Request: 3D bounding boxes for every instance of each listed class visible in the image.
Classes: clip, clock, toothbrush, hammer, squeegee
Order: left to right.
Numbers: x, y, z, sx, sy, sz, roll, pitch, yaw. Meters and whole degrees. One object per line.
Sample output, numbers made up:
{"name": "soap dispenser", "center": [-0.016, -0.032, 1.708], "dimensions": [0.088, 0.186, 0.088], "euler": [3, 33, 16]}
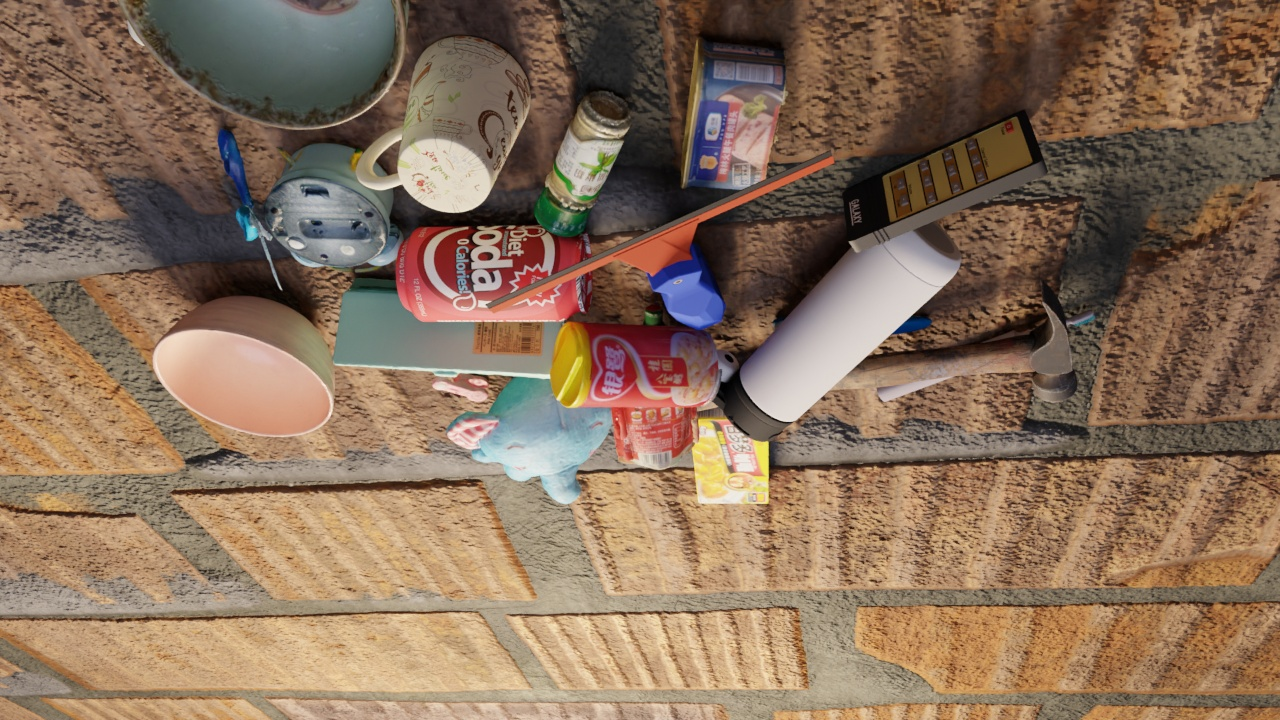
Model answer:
{"name": "clock", "center": [-0.230, -0.108, 0.698], "dimensions": [0.089, 0.051, 0.125], "euler": [0, 141, 0]}
{"name": "clip", "center": [-0.172, 0.017, 0.869], "dimensions": [0.060, 0.043, 0.023], "euler": [2, 152, -41]}
{"name": "squeegee", "center": [0.036, -0.056, 0.687], "dimensions": [0.250, 0.055, 0.184], "euler": [-23, 165, 11]}
{"name": "toothbrush", "center": [0.178, -0.029, 0.775], "dimensions": [0.132, 0.016, 0.021], "euler": [0, 151, 7]}
{"name": "hammer", "center": [0.188, 0.005, 0.785], "dimensions": [0.331, 0.033, 0.120], "euler": [-8, 136, 24]}
{"name": "toothbrush", "center": [0.293, -0.005, 0.789], "dimensions": [0.188, 0.018, 0.019], "euler": [-25, 129, 31]}

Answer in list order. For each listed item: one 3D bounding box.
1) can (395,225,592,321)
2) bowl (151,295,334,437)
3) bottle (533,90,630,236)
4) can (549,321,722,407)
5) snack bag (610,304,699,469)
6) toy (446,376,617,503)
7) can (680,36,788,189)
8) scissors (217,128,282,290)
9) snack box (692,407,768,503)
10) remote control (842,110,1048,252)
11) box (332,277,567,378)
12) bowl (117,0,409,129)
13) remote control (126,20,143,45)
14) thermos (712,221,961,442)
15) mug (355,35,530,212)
{"name": "can", "center": [-0.113, -0.068, 0.717], "dimensions": [0.142, 0.074, 0.074], "euler": [0, 139, 6]}
{"name": "bowl", "center": [-0.340, -0.005, 0.815], "dimensions": [0.153, 0.076, 0.153], "euler": [4, 140, 3]}
{"name": "bottle", "center": [-0.041, -0.139, 0.653], "dimensions": [0.042, 0.042, 0.110], "euler": [18, 137, -14]}
{"name": "can", "center": [-0.004, 0.004, 0.735], "dimensions": [0.124, 0.066, 0.067], "euler": [1, 144, -26]}
{"name": "snack bag", "center": [0.013, 0.023, 0.809], "dimensions": [0.087, 0.044, 0.155], "euler": [-13, 122, -17]}
{"name": "toy", "center": [-0.088, 0.078, 0.857], "dimensions": [0.183, 0.114, 0.181], "euler": [-12, 149, -21]}
{"name": "can", "center": [0.060, -0.160, 0.606], "dimensions": [0.059, 0.053, 0.100], "euler": [4, 140, -1]}
{"name": "scissors", "center": [-0.288, -0.114, 0.671], "dimensions": [0.014, 0.130, 0.117], "euler": [-18, 122, -24]}
{"name": "snack box", "center": [0.091, 0.094, 0.922], "dimensions": [0.075, 0.025, 0.152], "euler": [-1, 139, 7]}
{"name": "remote control", "center": [0.205, -0.122, 0.631], "dimensions": [0.134, 0.058, 0.013], "euler": [-23, 133, 27]}
{"name": "box", "center": [-0.158, -0.014, 0.772], "dimensions": [0.188, 0.091, 0.077], "euler": [5, 139, 0]}
{"name": "bowl", "center": [-0.203, -0.226, 0.526], "dimensions": [0.160, 0.093, 0.160], "euler": [3, 139, 3]}
{"name": "remote control", "center": [-0.265, -0.215, 0.600], "dimensions": [0.133, 0.022, 0.050], "euler": [13, 139, -9]}
{"name": "thermos", "center": [0.136, -0.031, 0.727], "dimensions": [0.101, 0.068, 0.231], "euler": [49, 124, 13]}
{"name": "mug", "center": [-0.138, -0.147, 0.609], "dimensions": [0.122, 0.097, 0.081], "euler": [-11, 137, 18]}
